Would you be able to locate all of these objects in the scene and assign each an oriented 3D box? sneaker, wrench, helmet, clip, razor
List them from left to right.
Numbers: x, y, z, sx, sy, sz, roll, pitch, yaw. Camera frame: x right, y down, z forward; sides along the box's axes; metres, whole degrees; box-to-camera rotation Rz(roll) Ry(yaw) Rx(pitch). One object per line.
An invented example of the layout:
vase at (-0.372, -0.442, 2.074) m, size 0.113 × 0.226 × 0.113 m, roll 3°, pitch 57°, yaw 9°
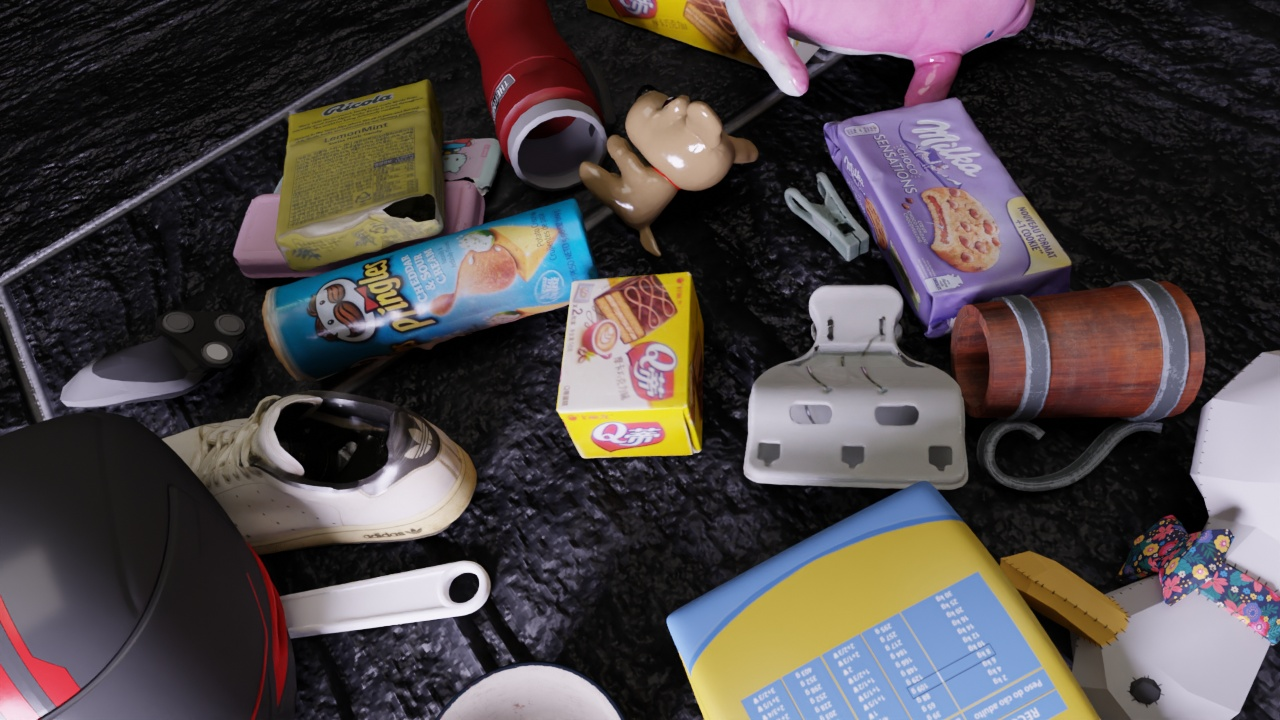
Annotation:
helmet at (-0.303, 0.132, 0.496) m, size 0.164 × 0.170 × 0.264 m, roll -33°, pitch 58°, yaw -12°
razor at (-0.370, 0.006, 0.689) m, size 0.156 × 0.060 × 0.057 m, roll -23°, pitch 41°, yaw 21°
sneaker at (-0.233, 0.066, 0.586) m, size 0.242 × 0.102 × 0.088 m, roll -3°, pitch 57°, yaw 12°
wrench at (-0.227, 0.162, 0.575) m, size 0.273 × 0.018 × 0.066 m, roll -10°, pitch 56°, yaw 5°
clip at (0.136, -0.104, 0.664) m, size 0.035 × 0.023 × 0.074 m, roll -27°, pitch 58°, yaw -8°
clip at (0.132, 0.026, 0.570) m, size 0.126 × 0.092 × 0.151 m, roll 2°, pitch 43°, yaw 12°

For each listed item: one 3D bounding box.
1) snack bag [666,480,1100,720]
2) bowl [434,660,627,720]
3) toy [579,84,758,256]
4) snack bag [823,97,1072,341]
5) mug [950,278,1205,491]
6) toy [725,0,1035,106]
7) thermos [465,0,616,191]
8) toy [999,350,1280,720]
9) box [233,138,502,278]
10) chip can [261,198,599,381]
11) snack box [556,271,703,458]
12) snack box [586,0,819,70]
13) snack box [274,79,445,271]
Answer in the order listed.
snack bag at (0.126, 0.183, 0.426) m, size 0.159 × 0.102 × 0.205 m, roll -27°, pitch 54°, yaw -4°
bowl at (-0.052, 0.221, 0.471) m, size 0.115 × 0.059 × 0.115 m, roll -6°, pitch 56°, yaw 9°
toy at (0.018, -0.149, 0.683) m, size 0.108 × 0.134 × 0.105 m, roll -41°, pitch 78°, yaw 17°
snack bag at (0.201, -0.102, 0.627) m, size 0.096 × 0.058 × 0.205 m, roll -13°, pitch 52°, yaw -1°
mug at (0.247, 0.015, 0.529) m, size 0.111 × 0.081 × 0.117 m, roll -4°, pitch 93°, yaw -1°
toy at (0.194, -0.285, 0.680) m, size 0.265 × 0.128 × 0.186 m, roll -9°, pitch 74°, yaw -16°
thermos at (-0.079, -0.232, 0.767) m, size 0.108 × 0.084 × 0.198 m, roll 1°, pitch 48°, yaw -27°
toy at (0.327, 0.083, 0.437) m, size 0.247 × 0.141 × 0.267 m, roll 28°, pitch 91°, yaw 9°
box at (-0.220, -0.132, 0.750) m, size 0.201 × 0.045 × 0.154 m, roll -2°, pitch 56°, yaw 10°
chip can at (-0.145, -0.049, 0.657) m, size 0.229 × 0.080 × 0.079 m, roll -16°, pitch 55°, yaw 1°
snack box at (-0.004, 0.004, 0.600) m, size 0.084 × 0.061 × 0.105 m, roll -3°, pitch 57°, yaw 11°
snack box at (0.065, -0.336, 0.808) m, size 0.230 × 0.062 × 0.109 m, roll 29°, pitch 67°, yaw 28°
snack box at (-0.209, -0.142, 0.698) m, size 0.121 × 0.045 × 0.180 m, roll -15°, pitch 45°, yaw 0°
